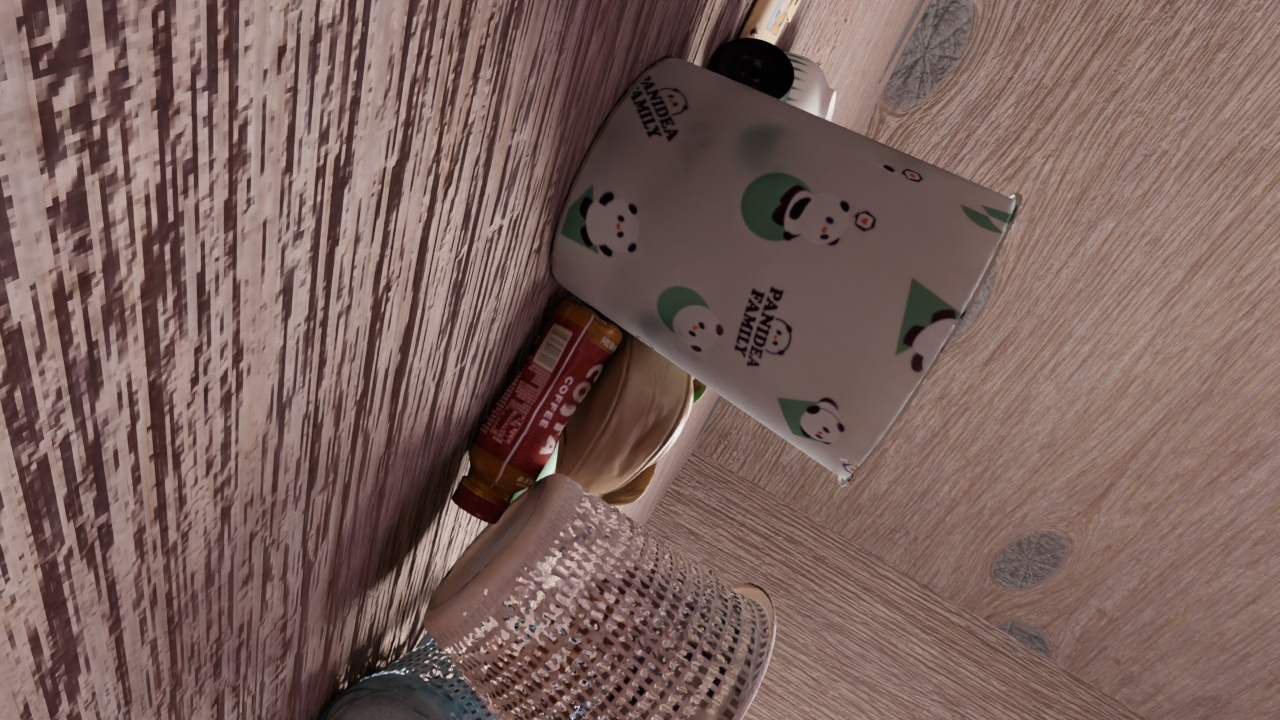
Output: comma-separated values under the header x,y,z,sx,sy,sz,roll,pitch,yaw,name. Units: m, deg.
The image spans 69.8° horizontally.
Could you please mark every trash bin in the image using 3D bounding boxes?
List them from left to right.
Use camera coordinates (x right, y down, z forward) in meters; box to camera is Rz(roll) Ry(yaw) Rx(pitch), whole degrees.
x,y,z,sx,sy,sz,roll,pitch,yaw,name
-0.164,0.328,0.773,0.226,0.227,0.195,-60,158,3,trash bin
-0.044,0.200,0.688,0.228,0.192,0.227,-45,-172,8,trash bin
0.090,-0.072,0.648,0.229,0.252,0.230,-58,171,-15,trash bin

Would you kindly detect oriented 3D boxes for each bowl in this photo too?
x,y,z,sx,sy,sz,roll,pitch,yaw,name
0.172,-0.269,0.993,0.116,0.066,0.116,15,89,-78,bowl

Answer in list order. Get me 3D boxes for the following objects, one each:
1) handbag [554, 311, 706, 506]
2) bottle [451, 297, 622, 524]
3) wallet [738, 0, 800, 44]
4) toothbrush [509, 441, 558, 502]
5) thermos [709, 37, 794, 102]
x,y,z,sx,sy,sz,roll,pitch,yaw,name
-0.008,0.024,0.779,0.148,0.099,0.204,-56,-164,32,handbag
-0.081,0.039,0.693,0.175,0.057,0.057,-59,171,-3,bottle
0.122,-0.315,0.787,0.115,0.024,0.087,-64,165,20,wallet
-0.117,0.141,0.933,0.225,0.026,0.027,-62,-167,15,toothbrush
0.077,-0.192,0.840,0.243,0.068,0.089,105,-14,-67,thermos
